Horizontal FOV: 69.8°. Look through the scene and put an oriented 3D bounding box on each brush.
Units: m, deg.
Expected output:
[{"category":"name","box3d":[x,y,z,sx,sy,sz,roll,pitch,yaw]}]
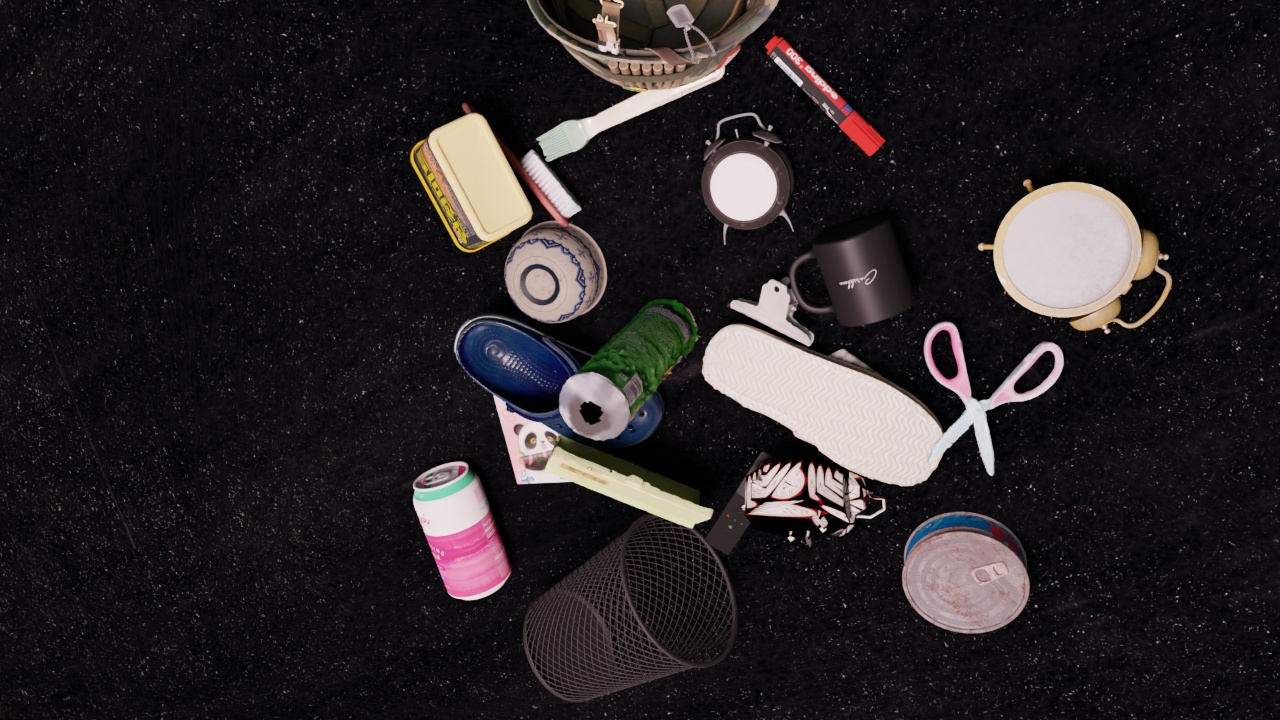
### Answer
[{"category":"brush","box3d":[-0.012,-0.260,0.950,0.218,0.012,0.033,-19,105,24]},{"category":"brush","box3d":[-0.127,-0.219,0.996,0.030,0.041,0.172,-40,93,11]}]

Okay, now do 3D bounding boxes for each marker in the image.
[{"category":"marker","box3d":[0.176,-0.254,0.879,0.145,0.023,0.021,44,126,-3]}]

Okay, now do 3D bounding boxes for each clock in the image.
[{"category":"clock","box3d":[0.106,-0.183,0.922,0.091,0.043,0.123,-8,109,22]},{"category":"clock","box3d":[0.191,0.162,1.003,0.155,0.065,0.115,5,150,1]},{"category":"clock","box3d":[0.399,-0.092,0.836,0.159,0.081,0.117,35,108,13]}]

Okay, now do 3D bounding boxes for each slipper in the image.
[{"category":"slipper","box3d":[-0.094,0.033,1.028,0.252,0.095,0.105,26,101,-9]},{"category":"slipper","box3d":[0.195,0.043,0.982,0.272,0.053,0.115,28,115,1]}]

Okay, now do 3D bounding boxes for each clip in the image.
[{"category":"clip","box3d":[0.146,-0.060,0.964,0.102,0.040,0.054,29,117,28]}]

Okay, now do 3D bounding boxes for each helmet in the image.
[{"category":"helmet","box3d":[0.010,-0.334,0.786,0.225,0.236,0.192,11,82,25]}]

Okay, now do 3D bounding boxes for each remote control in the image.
[{"category":"remote control","box3d":[0.124,0.169,1.084,0.034,0.013,0.150,30,119,5]}]

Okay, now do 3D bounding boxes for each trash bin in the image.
[{"category":"trash bin","box3d":[-0.023,0.310,1.110,0.211,0.183,0.184,-36,97,34]}]

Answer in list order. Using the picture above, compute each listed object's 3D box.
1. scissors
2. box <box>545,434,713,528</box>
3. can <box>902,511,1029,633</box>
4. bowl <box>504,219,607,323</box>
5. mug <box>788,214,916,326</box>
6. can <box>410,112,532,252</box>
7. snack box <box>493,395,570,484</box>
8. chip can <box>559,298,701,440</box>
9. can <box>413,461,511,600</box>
[{"category":"scissors","box3d":[0.355,0.034,0.926,0.168,0.014,0.170,-16,99,10]},{"category":"box","box3d":[-0.016,0.140,1.040,0.188,0.140,0.048,22,87,-5]},{"category":"can","box3d":[0.357,0.234,1.012,0.130,0.044,0.130,7,114,16]},{"category":"bowl","box3d":[-0.101,-0.093,1.024,0.116,0.059,0.116,7,114,16]},{"category":"mug","box3d":[0.205,-0.085,0.911,0.114,0.078,0.088,-15,107,28]},{"category":"can","box3d":[-0.179,-0.188,0.976,0.131,0.072,0.101,63,161,-12]},{"category":"snack box","box3d":[-0.124,0.076,1.120,0.088,0.033,0.154,-5,110,19]},{"category":"chip can","box3d":[-0.007,0.005,0.940,0.075,0.222,0.075,9,116,19]},{"category":"can","box3d":[-0.231,0.221,1.188,0.088,0.088,0.166,-9,109,22]}]
